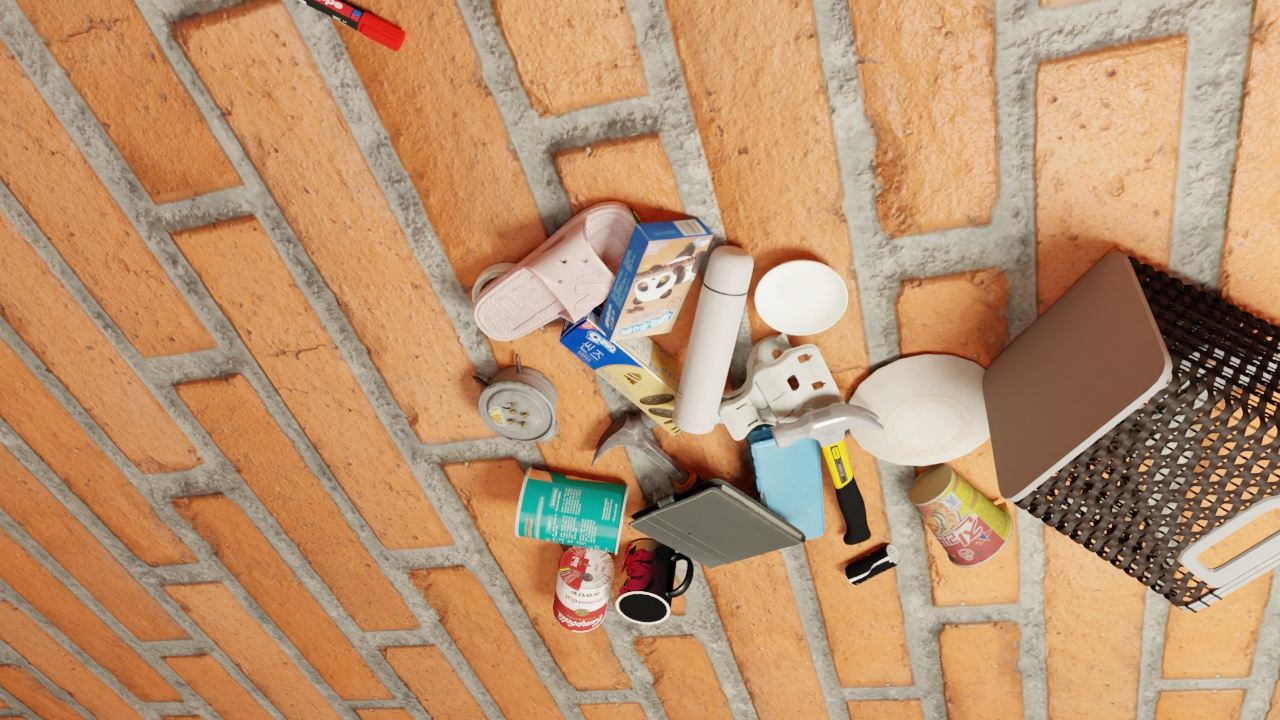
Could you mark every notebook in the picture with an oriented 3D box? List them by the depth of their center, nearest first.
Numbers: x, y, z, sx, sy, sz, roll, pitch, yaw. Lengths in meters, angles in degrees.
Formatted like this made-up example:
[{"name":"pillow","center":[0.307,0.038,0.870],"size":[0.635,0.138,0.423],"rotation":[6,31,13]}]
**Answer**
[{"name":"notebook","center":[0.099,0.231,1.276],"size":[0.169,0.029,0.210],"rotation":[34,141,-19]}]

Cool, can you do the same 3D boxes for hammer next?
[{"name":"hammer","center":[0.265,0.158,1.194],"size":[0.127,0.029,0.324],"rotation":[-20,138,7]},{"name":"hammer","center":[0.068,0.184,1.289],"size":[0.138,0.034,0.314],"rotation":[-31,120,32]}]

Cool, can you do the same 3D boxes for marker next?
[{"name":"marker","center":[-0.304,-0.348,0.902],"size":[0.145,0.023,0.021],"rotation":[25,137,-12]}]

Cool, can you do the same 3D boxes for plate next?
[{"name":"plate","center":[0.183,-0.077,1.049],"size":[0.104,0.026,0.104],"rotation":[5,130,6]},{"name":"plate","center":[0.354,0.073,1.140],"size":[0.189,0.027,0.189],"rotation":[3,130,4]}]

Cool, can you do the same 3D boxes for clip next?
[{"name":"clip","center":[0.163,0.035,1.130],"size":[0.152,0.098,0.126],"rotation":[-19,124,22]}]

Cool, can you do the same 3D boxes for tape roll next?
[{"name":"tape roll","center":[-0.157,-0.076,1.115],"size":[0.094,0.018,0.094],"rotation":[5,131,6]}]

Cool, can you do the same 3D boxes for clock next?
[{"name":"clock","center":[-0.151,0.067,1.213],"size":[0.104,0.056,0.148],"rotation":[-24,120,28]}]

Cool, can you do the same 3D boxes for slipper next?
[{"name":"slipper","center":[-0.094,-0.087,1.049],"size":[0.240,0.064,0.094],"rotation":[-31,120,21]}]

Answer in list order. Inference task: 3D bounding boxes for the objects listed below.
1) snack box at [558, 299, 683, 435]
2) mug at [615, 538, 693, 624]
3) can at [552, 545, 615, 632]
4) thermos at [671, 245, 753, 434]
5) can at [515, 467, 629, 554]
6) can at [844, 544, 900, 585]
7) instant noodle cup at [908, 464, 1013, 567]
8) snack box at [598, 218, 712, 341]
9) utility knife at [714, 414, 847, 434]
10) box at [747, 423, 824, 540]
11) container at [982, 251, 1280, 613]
[{"name":"snack box","center":[-0.007,0.007,1.134],"size":[0.206,0.056,0.057],"rotation":[40,126,-23]},{"name":"mug","center":[0.026,0.327,1.377],"size":[0.118,0.098,0.082],"rotation":[-19,125,24]},{"name":"can","center":[-0.090,0.354,1.428],"size":[0.086,0.086,0.117],"rotation":[11,132,0]},{"name":"thermos","center":[0.083,-0.023,1.062],"size":[0.052,0.052,0.224],"rotation":[12,115,0]},{"name":"can","center":[-0.095,0.213,1.299],"size":[0.144,0.099,0.099],"rotation":[10,131,2]},{"name":"can","center":[0.339,0.299,1.341],"size":[0.031,0.031,0.081],"rotation":[36,127,-20]},{"name":"instant noodle cup","center":[0.413,0.200,1.207],"size":[0.112,0.100,0.101],"rotation":[43,124,-16]},{"name":"snack box","center":[0.015,-0.089,1.034],"size":[0.087,0.034,0.152],"rotation":[-10,140,-32]},{"name":"utility knife","center":[0.163,0.079,1.192],"size":[0.217,0.019,0.030],"rotation":[2,125,2]},{"name":"box","center":[0.198,0.162,1.240],"size":[0.093,0.054,0.232],"rotation":[-15,133,0]},{"name":"container","center":[0.543,0.067,0.970],"size":[0.243,0.244,0.248],"rotation":[27,129,-9]}]
